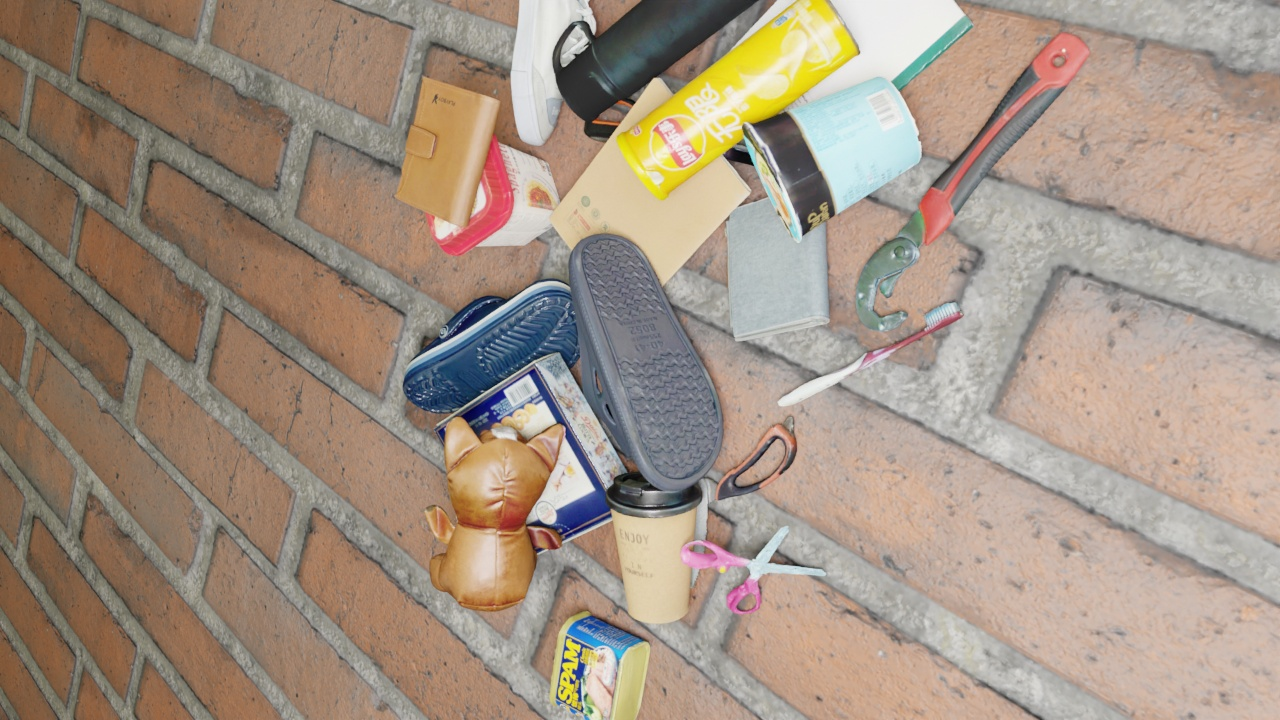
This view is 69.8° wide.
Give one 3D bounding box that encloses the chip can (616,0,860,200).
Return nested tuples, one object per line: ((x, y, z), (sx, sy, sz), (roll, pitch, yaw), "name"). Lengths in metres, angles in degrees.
((0.082, -0.230, 0.802), (0.214, 0.072, 0.072), (-35, 70, 15), "chip can")

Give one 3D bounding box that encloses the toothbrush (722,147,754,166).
((0.079, -0.195, 0.858), (0.189, 0.017, 0.014), (24, 117, 31), "toothbrush")

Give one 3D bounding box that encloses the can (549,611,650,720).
((-0.042, 0.327, 0.962), (0.083, 0.057, 0.102), (14, 99, 34), "can")

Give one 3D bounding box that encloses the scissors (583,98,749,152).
((0.023, -0.208, 0.924), (0.221, 0.021, 0.232), (38, 115, 30), "scissors")

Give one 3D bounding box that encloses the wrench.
((0.261, -0.140, 0.750), (0.056, 0.016, 0.274), (45, 116, 28), "wrench")

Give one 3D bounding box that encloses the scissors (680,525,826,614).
((0.103, 0.196, 0.848), (0.133, 0.017, 0.135), (4, 126, 9), "scissors")

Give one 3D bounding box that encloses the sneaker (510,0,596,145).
((-0.083, -0.350, 0.972), (0.091, 0.089, 0.242), (7, 108, 7), "sneaker")

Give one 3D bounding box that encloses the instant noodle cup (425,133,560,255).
((-0.158, -0.178, 0.999), (0.117, 0.124, 0.116), (-27, 74, 34), "instant noodle cup")

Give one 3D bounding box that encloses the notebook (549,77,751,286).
((0.001, -0.153, 0.916), (0.148, 0.008, 0.208), (53, 129, 11), "notebook")

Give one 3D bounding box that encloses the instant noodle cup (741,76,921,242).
((0.161, -0.173, 0.761), (0.120, 0.111, 0.111), (-26, 73, 6), "instant noodle cup")

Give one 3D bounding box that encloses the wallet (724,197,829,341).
((0.124, -0.087, 0.838), (0.107, 0.037, 0.129), (-12, 69, 39), "wallet")

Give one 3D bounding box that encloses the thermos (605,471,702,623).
((0.014, 0.176, 0.886), (0.093, 0.092, 0.143), (9, 107, 37), "thermos")

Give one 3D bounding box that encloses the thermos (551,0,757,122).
((0.019, -0.330, 0.873), (0.243, 0.068, 0.090), (-29, 106, 26), "thermos")

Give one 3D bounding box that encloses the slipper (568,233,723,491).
((-0.005, 0.005, 0.894), (0.084, 0.110, 0.268), (-48, 58, 54), "slipper")

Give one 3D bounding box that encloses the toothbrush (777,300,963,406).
((0.195, -0.002, 0.803), (0.188, 0.016, 0.017), (-31, 64, 33), "toothbrush")

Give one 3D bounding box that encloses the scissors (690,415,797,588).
((0.068, 0.118, 0.902), (0.189, 0.015, 0.223), (0, 92, 37), "scissors")

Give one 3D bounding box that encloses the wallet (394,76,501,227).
((-0.197, -0.213, 0.932), (0.108, 0.031, 0.132), (27, 105, 33), "wallet")

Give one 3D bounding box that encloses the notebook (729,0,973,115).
((0.168, -0.276, 0.820), (0.210, 0.012, 0.150), (-40, 69, 31), "notebook")

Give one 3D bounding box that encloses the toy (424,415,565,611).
((-0.149, 0.151, 0.940), (0.130, 0.140, 0.200), (-131, 45, -61), "toy")

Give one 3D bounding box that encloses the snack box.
((-0.116, 0.110, 0.993), (0.178, 0.045, 0.182), (-30, 89, 34), "snack box")

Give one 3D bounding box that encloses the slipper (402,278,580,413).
((-0.160, -0.019, 1.027), (0.253, 0.105, 0.095), (-28, 46, 27), "slipper")
